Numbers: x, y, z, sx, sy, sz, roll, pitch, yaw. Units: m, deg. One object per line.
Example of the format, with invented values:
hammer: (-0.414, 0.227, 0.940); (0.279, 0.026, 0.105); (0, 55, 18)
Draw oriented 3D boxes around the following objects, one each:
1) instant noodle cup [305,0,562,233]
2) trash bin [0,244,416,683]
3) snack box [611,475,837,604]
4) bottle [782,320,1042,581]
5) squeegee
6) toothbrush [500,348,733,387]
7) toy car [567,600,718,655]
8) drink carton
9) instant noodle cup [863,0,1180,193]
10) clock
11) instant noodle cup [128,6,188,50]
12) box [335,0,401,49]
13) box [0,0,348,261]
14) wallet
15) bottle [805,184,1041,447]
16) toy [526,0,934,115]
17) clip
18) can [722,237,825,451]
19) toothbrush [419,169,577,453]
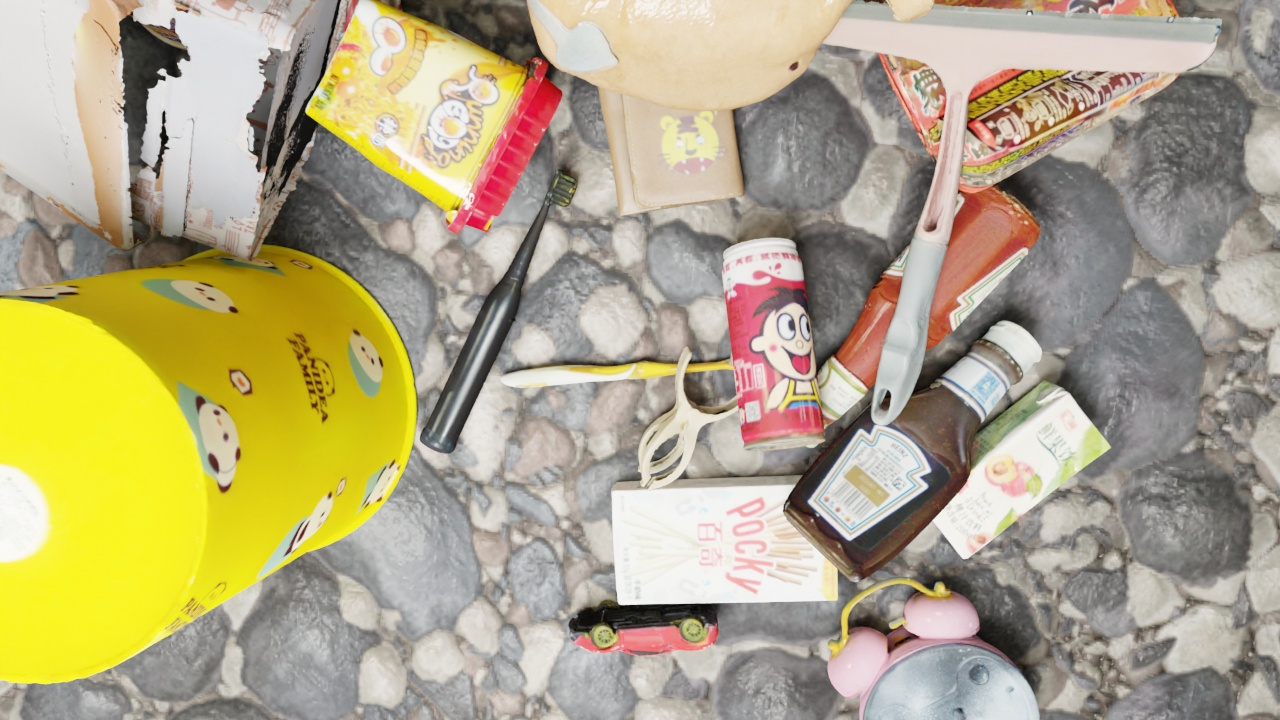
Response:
instant noodle cup: (-0.128, -0.155, 0.567); (0.123, 0.116, 0.116); (28, 98, -17)
trash bin: (-0.279, 0.047, 0.541); (0.229, 0.255, 0.229); (0, 97, 2)
snack box: (0.060, 0.127, 0.649); (0.157, 0.027, 0.085); (-2, 97, 4)
bottle: (0.183, 0.053, 0.602); (0.195, 0.044, 0.080); (-45, 64, -3)
squeegee: (0.171, -0.079, 0.547); (0.248, 0.040, 0.250); (21, 114, 35)
toothbrush: (-0.004, 0.004, 0.640); (0.191, 0.016, 0.018); (-4, 123, 3)
toy car: (0.002, 0.190, 0.649); (0.106, 0.049, 0.031); (-3, 95, 2)
drink carton: (0.247, 0.073, 0.623); (0.122, 0.045, 0.053); (-42, 99, 8)
instant noodle cup: (0.220, -0.219, 0.570); (0.164, 0.079, 0.189); (-29, 97, 6)
clock: (0.199, 0.224, 0.639); (0.117, 0.059, 0.158); (-32, 96, 7)
instant noodle cup: (-0.308, -0.262, 0.581); (0.111, 0.099, 0.111); (1, 99, 4)
box: (-0.203, -0.285, 0.605); (0.075, 0.080, 0.163); (-10, 99, 35)
box: (-0.287, -0.173, 0.515); (0.192, 0.156, 0.184); (22, 136, -14)
wallet: (0.019, -0.160, 0.613); (0.090, 0.033, 0.115); (-8, 100, 3)
bottle: (0.171, -0.026, 0.610); (0.060, 0.059, 0.206); (40, 103, -3)
toy: (0.046, -0.205, 0.527); (0.226, 0.144, 0.082); (6, 59, 1)
clip: (0.026, 0.043, 0.630); (0.061, 0.034, 0.097); (31, 104, -12)
can: (0.086, -0.010, 0.600); (0.053, 0.053, 0.132); (-6, 79, 3)
toothbrush: (-0.097, -0.033, 0.637); (0.027, 0.026, 0.213); (28, 97, 8)
